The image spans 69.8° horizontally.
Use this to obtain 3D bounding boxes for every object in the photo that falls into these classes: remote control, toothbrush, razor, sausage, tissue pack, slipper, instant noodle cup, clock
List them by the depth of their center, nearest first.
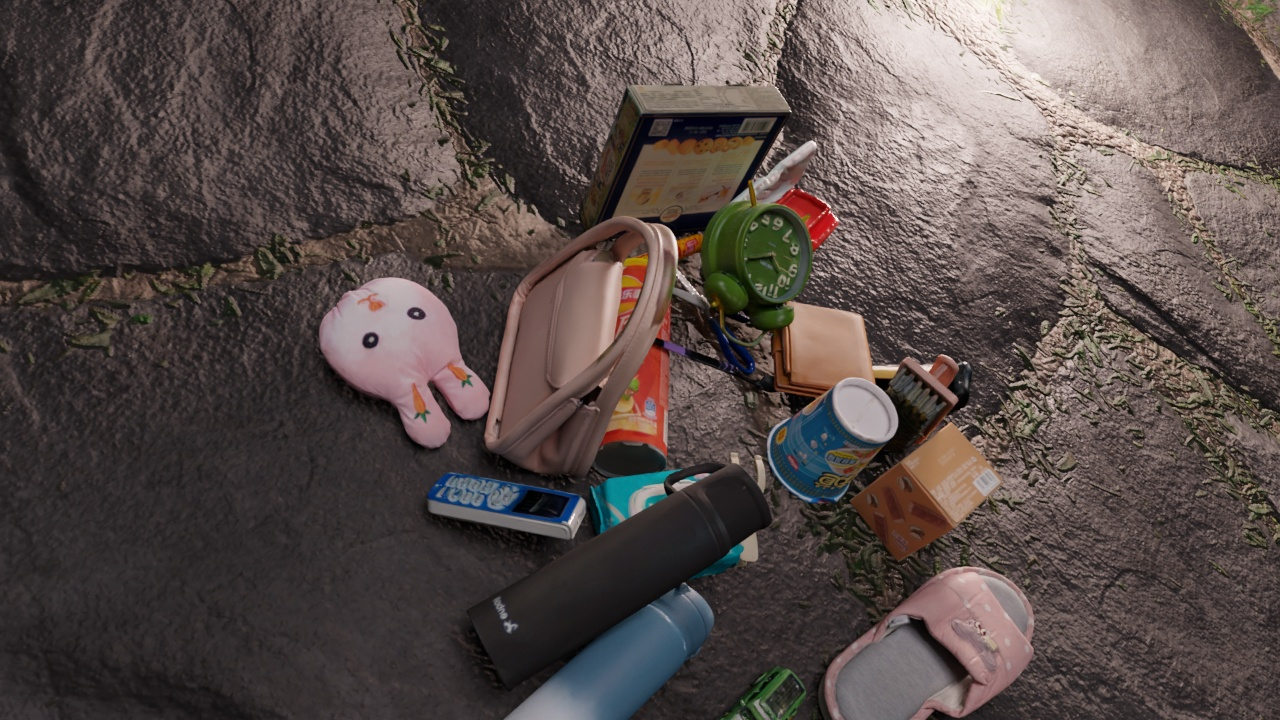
[{"bbox_3d":[-0.110,0.119,0.751,0.125,0.024,0.049,8,22,9],"label":"remote control"},{"bbox_3d":[0.021,0.146,0.806,0.133,0.050,0.093,-6,62,-27],"label":"tissue pack"},{"bbox_3d":[0.273,0.264,0.838,0.273,0.055,0.114,-17,66,-32],"label":"slipper"},{"bbox_3d":[0.192,0.074,0.895,0.099,0.110,0.099,13,53,-17],"label":"instant noodle cup"},{"bbox_3d":[0.081,0.004,0.909,0.188,0.017,0.014,20,45,-41],"label":"toothbrush"},{"bbox_3d":[0.119,-0.093,0.946,0.116,0.056,0.161,21,81,-34],"label":"clock"},{"bbox_3d":[0.015,-0.110,0.997,0.164,0.022,0.021,-25,71,-35],"label":"sausage"},{"bbox_3d":[0.290,0.027,1.010,0.167,0.062,0.067,4,27,-16],"label":"razor"}]

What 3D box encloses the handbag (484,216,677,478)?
[{"bbox_3d":[-0.041,-0.026,0.776,0.093,0.235,0.193,19,52,-23],"label":"handbag"}]

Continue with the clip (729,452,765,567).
[{"bbox_3d":[0.096,0.129,0.842,0.035,0.087,0.104,10,43,-18],"label":"clip"}]

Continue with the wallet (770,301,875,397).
[{"bbox_3d":[0.186,-0.011,0.973,0.119,0.035,0.130,7,42,0],"label":"wallet"}]

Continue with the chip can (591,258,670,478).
[{"bbox_3d":[-0.005,0.005,0.878,0.073,0.073,0.216,13,54,-16],"label":"chip can"}]

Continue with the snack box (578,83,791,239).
[{"bbox_3d":[0.043,-0.208,0.972,0.177,0.183,0.045,-9,59,-29],"label":"snack box"}]

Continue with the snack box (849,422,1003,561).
[{"bbox_3d":[0.281,0.130,0.906,0.092,0.095,0.077,-28,72,-36],"label":"snack box"}]

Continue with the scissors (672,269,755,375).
[{"bbox_3d":[0.074,-0.048,0.946,0.162,0.012,0.162,-17,83,-57],"label":"scissors"}]

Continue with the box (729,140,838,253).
[{"bbox_3d":[0.162,-0.160,1.047,0.095,0.100,0.200,38,51,12],"label":"box"}]

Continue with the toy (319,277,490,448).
[{"bbox_3d":[-0.204,-0.002,0.808,0.159,0.054,0.121,49,52,2],"label":"toy"}]

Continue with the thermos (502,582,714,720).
[{"bbox_3d":[-0.028,0.251,0.704,0.219,0.070,0.070,-32,75,-37],"label":"thermos"}]

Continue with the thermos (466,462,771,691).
[{"bbox_3d":[-0.017,0.160,0.728,0.242,0.068,0.090,-28,35,-16],"label":"thermos"}]

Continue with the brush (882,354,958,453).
[{"bbox_3d":[0.278,0.047,0.931,0.073,0.146,0.063,-42,70,-15],"label":"brush"}]

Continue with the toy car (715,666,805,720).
[{"bbox_3d":[0.099,0.291,0.754,0.091,0.036,0.043,-34,77,-33],"label":"toy car"}]
